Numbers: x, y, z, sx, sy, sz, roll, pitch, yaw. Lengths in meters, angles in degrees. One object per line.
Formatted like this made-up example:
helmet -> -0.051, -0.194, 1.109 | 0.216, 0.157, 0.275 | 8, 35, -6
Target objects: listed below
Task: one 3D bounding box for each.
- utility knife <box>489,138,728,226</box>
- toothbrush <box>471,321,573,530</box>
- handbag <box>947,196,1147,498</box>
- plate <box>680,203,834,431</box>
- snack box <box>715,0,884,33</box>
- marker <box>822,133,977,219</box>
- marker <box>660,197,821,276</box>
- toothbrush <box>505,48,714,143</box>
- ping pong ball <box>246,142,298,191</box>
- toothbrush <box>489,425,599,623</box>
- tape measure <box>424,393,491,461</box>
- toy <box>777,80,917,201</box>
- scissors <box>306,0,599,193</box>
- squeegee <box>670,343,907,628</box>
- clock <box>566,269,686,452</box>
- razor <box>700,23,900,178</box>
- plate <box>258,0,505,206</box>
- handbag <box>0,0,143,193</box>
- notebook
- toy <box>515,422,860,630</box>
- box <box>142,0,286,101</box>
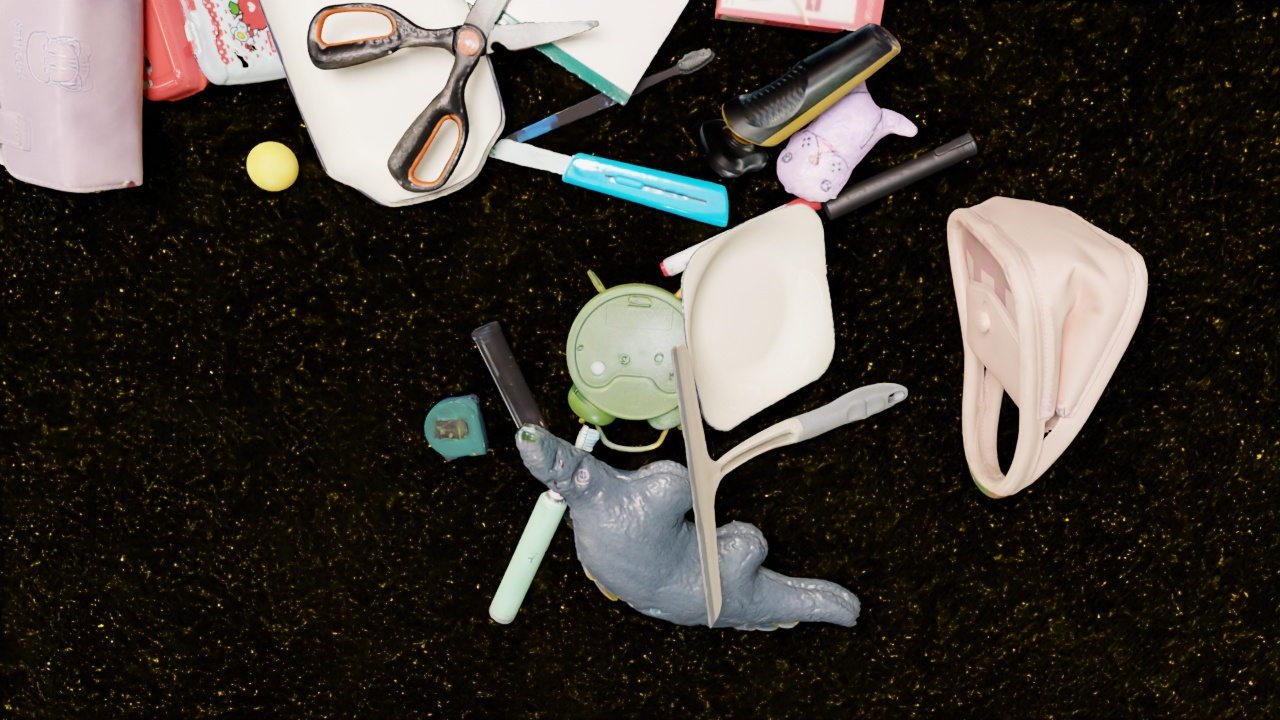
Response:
utility knife -> -0.025, -0.154, 0.775 | 0.209, 0.018, 0.034 | 14, 105, -2
toothbrush -> -0.097, 0.065, 0.832 | 0.027, 0.026, 0.213 | -10, 110, 39
handbag -> 0.298, -0.001, 0.731 | 0.093, 0.193, 0.234 | 1, 115, 3
plate -> 0.093, -0.039, 0.764 | 0.164, 0.034, 0.164 | -26, 117, -30
snack box -> 0.128, -0.319, 0.714 | 0.127, 0.044, 0.113 | 8, 104, 0
marker -> 0.216, -0.154, 0.768 | 0.132, 0.022, 0.020 | -24, 67, 7
marker -> 0.085, -0.107, 0.786 | 0.145, 0.017, 0.017 | -24, 103, 7
toothbrush -> -0.027, -0.217, 0.760 | 0.190, 0.016, 0.014 | -21, 97, 8
ping pong ball -> -0.307, -0.162, 0.767 | 0.040, 0.040, 0.040 | 0, 105, 1
toothbrush -> -0.090, 0.151, 0.837 | 0.027, 0.026, 0.225 | 19, 113, -15
tape measure -> -0.167, 0.062, 0.832 | 0.054, 0.025, 0.058 | -9, 104, 3
toy -> 0.161, -0.176, 0.751 | 0.084, 0.039, 0.108 | 46, 101, 14
scissors -> -0.153, -0.236, 0.711 | 0.230, 0.021, 0.221 | 16, 108, -2
squeegee -> 0.129, 0.062, 0.777 | 0.246, 0.039, 0.247 | -21, 115, -28
clock -> -0.005, 0.005, 0.797 | 0.116, 0.056, 0.161 | 4, 105, 1
razor -> 0.125, -0.205, 0.725 | 0.168, 0.062, 0.067 | -31, 141, 23
plate -> -0.209, -0.260, 0.741 | 0.162, 0.034, 0.266 | -17, 104, 4
handbag -> -0.450, -0.242, 0.693 | 0.145, 0.098, 0.197 | 22, 113, 14
notebook -> -0.061, -0.320, 0.715 | 0.209, 0.012, 0.150 | 30, 96, -13
toy -> 0.024, 0.166, 0.808 | 0.356, 0.091, 0.138 | 33, 128, -17
box -> -0.359, -0.317, 0.729 | 0.113, 0.099, 0.201 | 0, 109, 37
